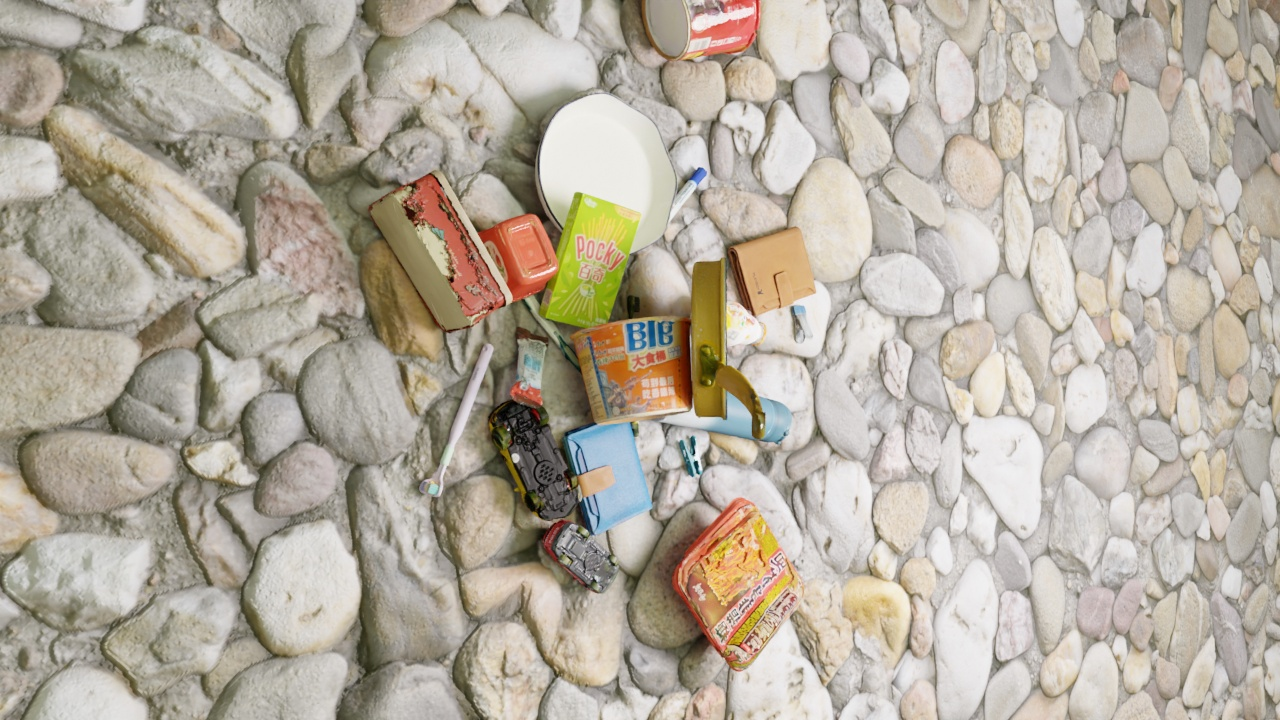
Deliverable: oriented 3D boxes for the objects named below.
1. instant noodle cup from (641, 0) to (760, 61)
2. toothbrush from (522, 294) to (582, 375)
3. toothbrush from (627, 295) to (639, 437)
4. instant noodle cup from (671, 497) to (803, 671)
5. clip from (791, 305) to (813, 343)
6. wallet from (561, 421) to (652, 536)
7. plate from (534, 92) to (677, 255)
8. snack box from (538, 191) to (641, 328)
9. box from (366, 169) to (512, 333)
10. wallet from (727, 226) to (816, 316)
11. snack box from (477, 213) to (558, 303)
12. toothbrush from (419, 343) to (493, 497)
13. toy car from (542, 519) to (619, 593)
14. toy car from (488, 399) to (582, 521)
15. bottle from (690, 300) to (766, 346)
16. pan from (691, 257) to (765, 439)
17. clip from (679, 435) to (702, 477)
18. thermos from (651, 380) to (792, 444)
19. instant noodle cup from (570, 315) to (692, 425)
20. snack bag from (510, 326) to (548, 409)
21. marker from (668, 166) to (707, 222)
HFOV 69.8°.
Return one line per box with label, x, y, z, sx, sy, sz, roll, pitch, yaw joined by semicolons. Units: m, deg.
instant noodle cup;0.076;-0.466;1.218;0.108;0.138;0.138;-26;101;-26
toothbrush;-0.094;-0.012;1.143;0.016;0.018;0.191;-44;108;-28
toothbrush;-0.007;0.007;1.200;0.017;0.012;0.185;1;86;-45
instant noodle cup;0.120;0.294;1.226;0.164;0.079;0.189;-41;110;-29
clip;0.239;-0.054;1.367;0.024;0.028;0.056;-6;81;-36
wallet;-0.042;0.141;1.154;0.106;0.040;0.133;-19;96;-37
plate;-0.048;-0.232;1.168;0.204;0.046;0.205;2;87;-33
snack box;-0.062;-0.118;1.118;0.085;0.026;0.156;14;97;-31
box;-0.226;-0.114;1.013;0.078;0.091;0.168;-39;108;-33
wallet;0.193;-0.129;1.332;0.131;0.031;0.108;-20;96;-32
snack box;-0.143;-0.122;1.071;0.081;0.080;0.091;-25;92;-33
toothbrush;-0.208;0.066;1.058;0.021;0.029;0.189;59;47;-64
toy car;-0.072;0.239;1.121;0.052;0.045;0.120;-54;127;-21
toy car;-0.127;0.120;1.094;0.071;0.041;0.156;-30;98;-31
bottle;0.122;-0.050;1.259;0.108;0.063;0.063;16;78;-32
pan;0.097;0.003;1.040;0.078;0.356;0.198;-1;111;6
clip;0.070;0.130;1.242;0.041;0.014;0.056;-19;98;-33
thermos;0.111;0.068;1.246;0.220;0.070;0.070;13;80;-33
instant noodle cup;-0.003;0.015;1.111;0.151;0.152;0.111;-4;83;-34
snack bag;-0.132;0.007;1.093;0.045;0.026;0.105;19;53;-24
marker;0.047;-0.210;1.247;0.017;0.017;0.145;47;64;-22
